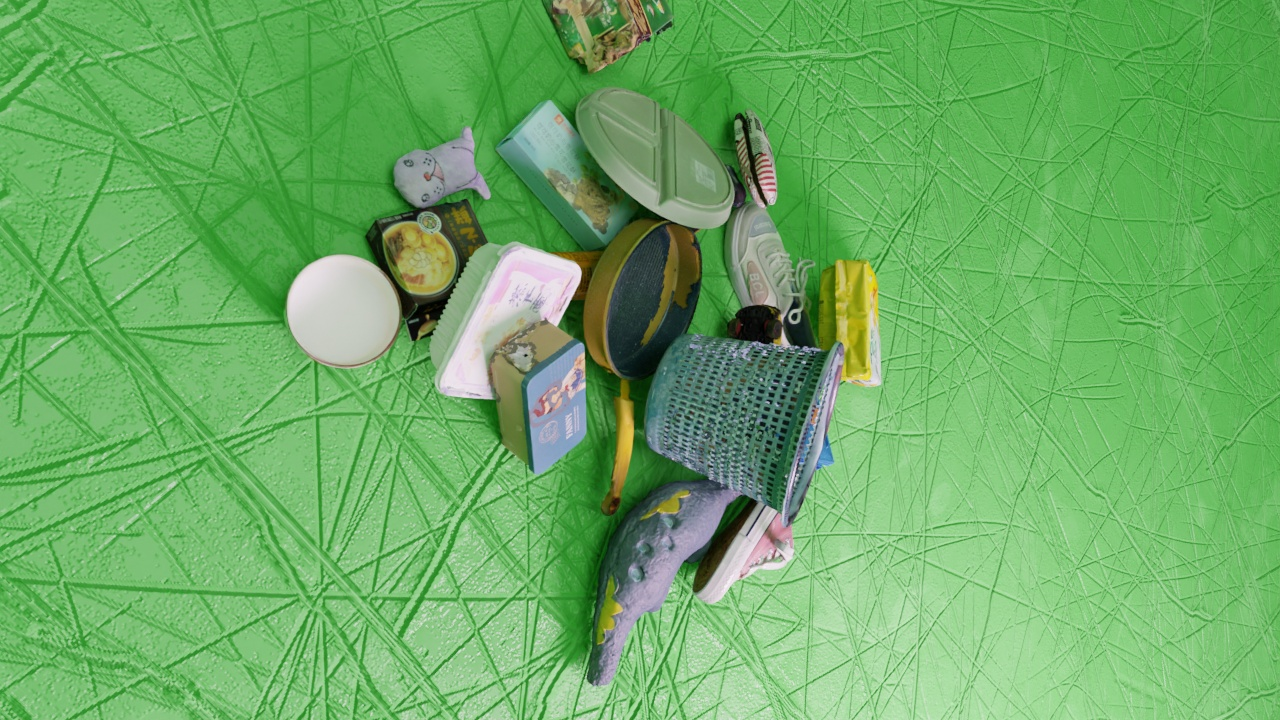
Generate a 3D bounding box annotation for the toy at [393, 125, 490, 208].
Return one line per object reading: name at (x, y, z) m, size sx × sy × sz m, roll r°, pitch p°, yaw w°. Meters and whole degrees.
toy at (-0.222, -0.205, 1.013) m, size 0.107 × 0.039 × 0.084 m, roll -28°, pitch 106°, yaw -34°

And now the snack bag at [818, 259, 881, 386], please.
snack bag at (0.293, -0.046, 1.272) m, size 0.246 × 0.068 × 0.158 m, roll 14°, pitch 76°, yaw -70°

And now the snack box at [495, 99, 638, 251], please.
snack box at (-0.086, -0.218, 1.097) m, size 0.175 × 0.052 × 0.074 m, roll 48°, pitch 63°, yaw -21°

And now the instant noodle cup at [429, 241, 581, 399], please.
instant noodle cup at (-0.152, -0.047, 0.971) m, size 0.137 × 0.060 × 0.173 m, roll 10°, pitch 109°, yaw -58°

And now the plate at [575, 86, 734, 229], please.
plate at (0.024, -0.252, 1.115) m, size 0.230 × 0.028 × 0.229 m, roll 25°, pitch 39°, yaw -23°

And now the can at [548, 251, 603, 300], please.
can at (-0.080, -0.100, 1.084) m, size 0.145 × 0.058 × 0.058 m, roll -6°, pitch 89°, yaw -37°

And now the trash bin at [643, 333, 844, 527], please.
trash bin at (0.118, 0.061, 1.099) m, size 0.226 × 0.195 × 0.226 m, roll 18°, pitch 89°, yaw -73°

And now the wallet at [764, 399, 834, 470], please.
wallet at (0.208, 0.080, 1.250) m, size 0.106 × 0.040 × 0.132 m, roll 14°, pitch 53°, yaw -29°

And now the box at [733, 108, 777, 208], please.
box at (0.150, -0.270, 1.234) m, size 0.072 × 0.060 × 0.164 m, roll 77°, pitch 9°, yaw -50°

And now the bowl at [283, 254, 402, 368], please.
bowl at (-0.307, -0.046, 0.930) m, size 0.113 × 0.062 × 0.113 m, roll 4°, pitch 82°, yaw -33°

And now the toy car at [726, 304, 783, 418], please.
toy car at (0.151, 0.003, 1.215) m, size 0.041 × 0.071 × 0.156 m, roll -1°, pitch 95°, yaw -55°

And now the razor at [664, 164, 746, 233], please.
razor at (0.075, -0.191, 1.199) m, size 0.167 × 0.068 × 0.062 m, roll -40°, pitch 125°, yaw -23°

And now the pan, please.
pan at (-0.006, 0.006, 1.093) m, size 0.197 × 0.078 × 0.357 m, roll 13°, pitch 98°, yaw -59°

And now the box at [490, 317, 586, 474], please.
box at (-0.109, 0.045, 1.007) m, size 0.089 × 0.062 × 0.185 m, roll -39°, pitch 148°, yaw -29°

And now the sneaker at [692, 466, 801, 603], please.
sneaker at (0.161, 0.234, 1.197) m, size 0.088 × 0.119 × 0.240 m, roll 44°, pitch 57°, yaw 0°

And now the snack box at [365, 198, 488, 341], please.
snack box at (-0.217, -0.100, 0.990) m, size 0.113 × 0.053 × 0.125 m, roll -23°, pitch 83°, yaw -37°

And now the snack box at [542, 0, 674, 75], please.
snack box at (-0.031, -0.432, 1.125) m, size 0.105 × 0.118 × 0.117 m, roll -40°, pitch 108°, yaw -43°

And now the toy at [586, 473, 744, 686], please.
toy at (0.033, 0.225, 1.119) m, size 0.355 × 0.091 × 0.138 m, roll -45°, pitch 122°, yaw -26°

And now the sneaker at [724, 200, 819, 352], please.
sneaker at (0.186, -0.102, 1.246) m, size 0.089 × 0.091 × 0.242 m, roll -20°, pitch 96°, yaw -34°
